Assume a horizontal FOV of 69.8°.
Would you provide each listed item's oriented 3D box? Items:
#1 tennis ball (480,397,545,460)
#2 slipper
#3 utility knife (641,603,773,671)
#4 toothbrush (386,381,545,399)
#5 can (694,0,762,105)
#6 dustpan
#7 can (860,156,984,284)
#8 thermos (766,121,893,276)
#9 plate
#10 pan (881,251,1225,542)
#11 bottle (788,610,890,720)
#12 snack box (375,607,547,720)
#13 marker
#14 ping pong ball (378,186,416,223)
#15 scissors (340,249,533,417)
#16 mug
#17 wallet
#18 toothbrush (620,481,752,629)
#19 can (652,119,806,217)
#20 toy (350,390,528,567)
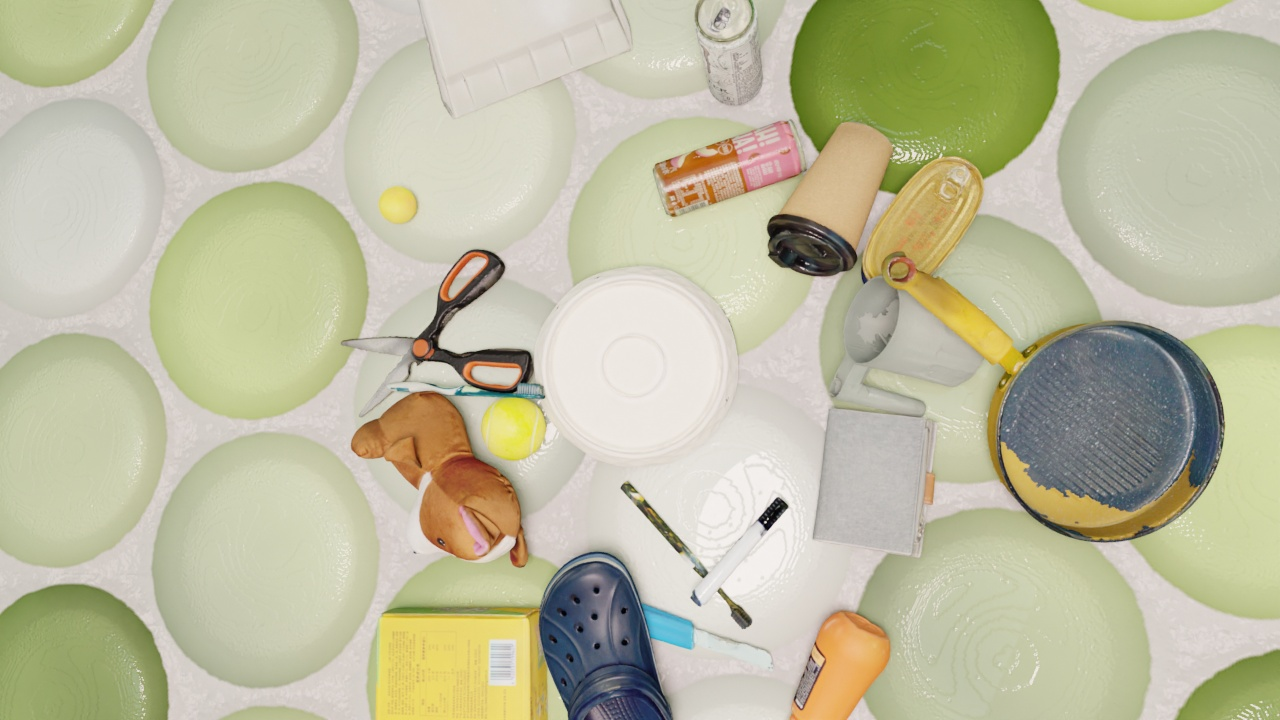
[{"bbox_3d":[-0.129,0.069,0.928,0.065,0.065,0.065,-1,82,10],"label":"tennis ball"},{"bbox_3d":[-0.031,0.310,0.855,0.105,0.095,0.253,-18,91,3],"label":"slipper"},{"bbox_3d":[0.023,0.262,0.900,0.223,0.018,0.034,16,96,12],"label":"utility knife"},{"bbox_3d":[-0.181,0.028,0.932,0.192,0.016,0.018,2,89,24],"label":"toothbrush"},{"bbox_3d":[0.088,-0.303,0.894,0.058,0.146,0.058,-1,83,10],"label":"can"},{"bbox_3d":[-0.151,-0.439,1.026,0.223,0.142,0.258,-19,109,7],"label":"dustpan"},{"bbox_3d":[0.271,-0.125,0.889,0.074,0.049,0.148,35,90,12],"label":"can"},{"bbox_3d":[0.187,-0.155,0.892,0.093,0.093,0.143,25,80,12],"label":"thermos"},{"bbox_3d":[-0.005,0.005,0.910,0.205,0.045,0.205,0,90,4],"label":"plate"},{"bbox_3d":[0.346,0.017,0.796,0.357,0.078,0.198,36,95,-3],"label":"pan"},{"bbox_3d":[0.173,0.308,0.849,0.067,0.066,0.149,28,96,12],"label":"bottle"},{"bbox_3d":[-0.174,0.350,0.899,0.158,0.070,0.210,-3,83,10],"label":"snack box"},{"bbox_3d":[0.096,0.185,0.886,0.018,0.022,0.130,40,83,24],"label":"marker"},{"bbox_3d":[-0.263,-0.169,0.995,0.040,0.040,0.040,-1,82,10],"label":"ping pong ball"},{"bbox_3d":[-0.211,-0.022,0.980,0.221,0.021,0.232,23,87,17],"label":"scissors"},{"bbox_3d":[0.245,-0.008,0.851,0.103,0.083,0.124,14,113,-20],"label":"mug"},{"bbox_3d":[0.225,0.115,0.874,0.107,0.037,0.129,6,83,22],"label":"wallet"},{"bbox_3d":[0.043,0.191,0.906,0.186,0.017,0.012,47,109,12],"label":"toothbrush"},{"bbox_3d":[0.089,-0.193,0.926,0.147,0.058,0.058,-17,80,7],"label":"can"},{"bbox_3d":[-0.191,0.126,0.893,0.199,0.140,0.130,40,93,19],"label":"toy"}]
